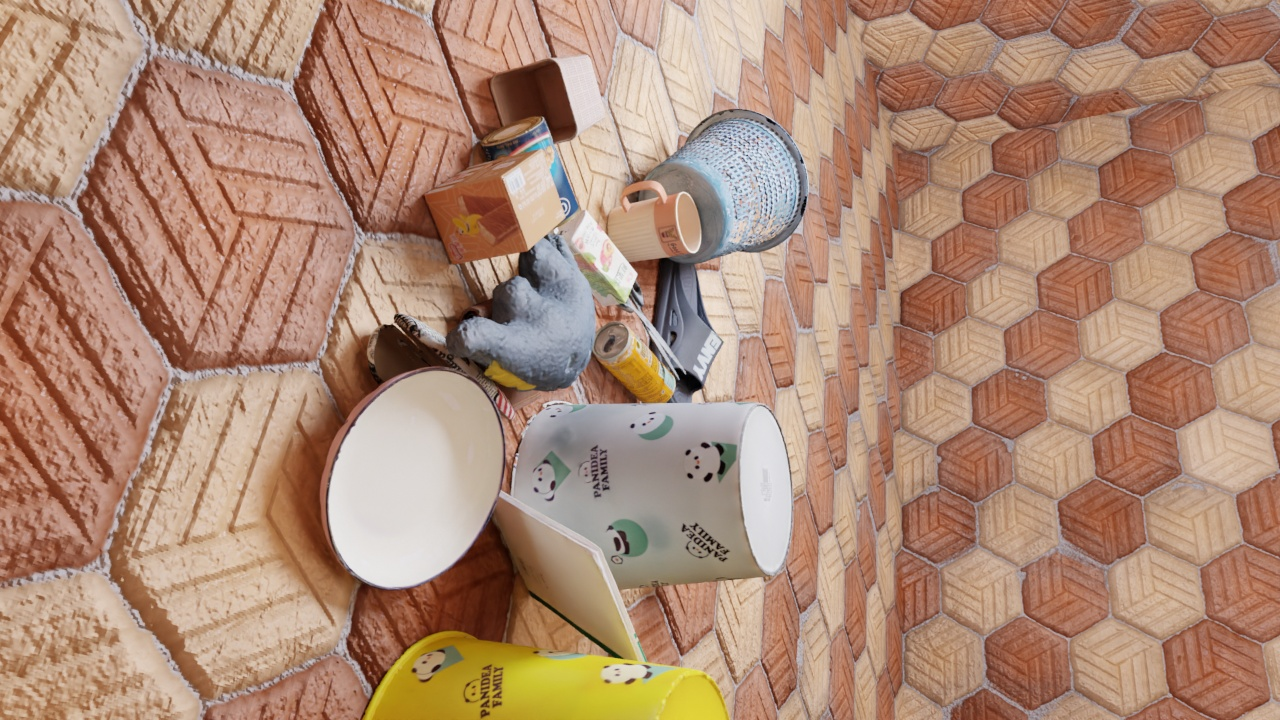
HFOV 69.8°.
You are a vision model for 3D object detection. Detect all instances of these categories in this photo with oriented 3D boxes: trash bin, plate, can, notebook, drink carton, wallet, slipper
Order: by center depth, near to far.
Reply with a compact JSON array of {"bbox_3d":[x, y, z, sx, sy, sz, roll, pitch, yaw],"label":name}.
[{"bbox_3d":[-0.071,0.350,0.774,0.229,0.256,0.229,24,63,-60],"label":"trash bin"},{"bbox_3d":[-0.196,0.097,0.783,0.191,0.039,0.192,-21,116,-50],"label":"plate"},{"bbox_3d":[-0.076,0.207,0.880,0.012,0.209,0.150,-33,118,-28],"label":"notebook"},{"bbox_3d":[-0.146,-0.005,0.964,0.101,0.032,0.124,-31,112,-65],"label":"wallet"},{"bbox_3d":[-0.121,-0.204,1.008,0.111,0.075,0.075,69,30,-27],"label":"can"},{"bbox_3d":[0.023,0.149,1.018,0.229,0.252,0.229,24,63,-62],"label":"trash bin"},{"bbox_3d":[-0.058,-0.125,1.141,0.122,0.046,0.053,49,49,-39],"label":"drink carton"},{"bbox_3d":[-0.007,0.007,1.213,0.146,0.058,0.058,47,44,-51],"label":"can"},{"bbox_3d":[0.105,-0.242,1.361,0.194,0.227,0.227,-34,116,-47],"label":"trash bin"},{"bbox_3d":[0.074,-0.053,1.371,0.110,0.083,0.267,36,51,-54],"label":"slipper"}]

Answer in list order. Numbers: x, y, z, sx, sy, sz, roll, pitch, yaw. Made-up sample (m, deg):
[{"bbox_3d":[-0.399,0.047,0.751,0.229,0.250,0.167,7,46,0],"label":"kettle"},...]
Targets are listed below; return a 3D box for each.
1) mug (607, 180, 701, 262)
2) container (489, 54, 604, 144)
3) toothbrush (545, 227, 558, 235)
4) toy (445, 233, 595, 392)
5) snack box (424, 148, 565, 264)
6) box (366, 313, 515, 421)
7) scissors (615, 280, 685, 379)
[{"bbox_3d":[0.013,-0.190,1.245,0.114,0.106,0.081,61,34,-39],"label":"mug"},{"bbox_3d":[-0.102,-0.301,1.060,0.110,0.090,0.090,-52,130,-60],"label":"container"},{"bbox_3d":[-0.108,-0.083,1.073,0.016,0.016,0.180,39,51,-66],"label":"toothbrush"},{"bbox_3d":[-0.101,-0.043,0.925,0.138,0.091,0.355,60,18,-18],"label":"toy"},{"bbox_3d":[-0.144,-0.155,0.925,0.092,0.094,0.077,-55,132,-54],"label":"snack box"},{"bbox_3d":[-0.173,0.013,0.840,0.163,0.086,0.076,50,27,-44],"label":"box"},{"bbox_3d":[0.007,-0.056,1.236,0.165,0.014,0.162,33,35,-35],"label":"scissors"}]
